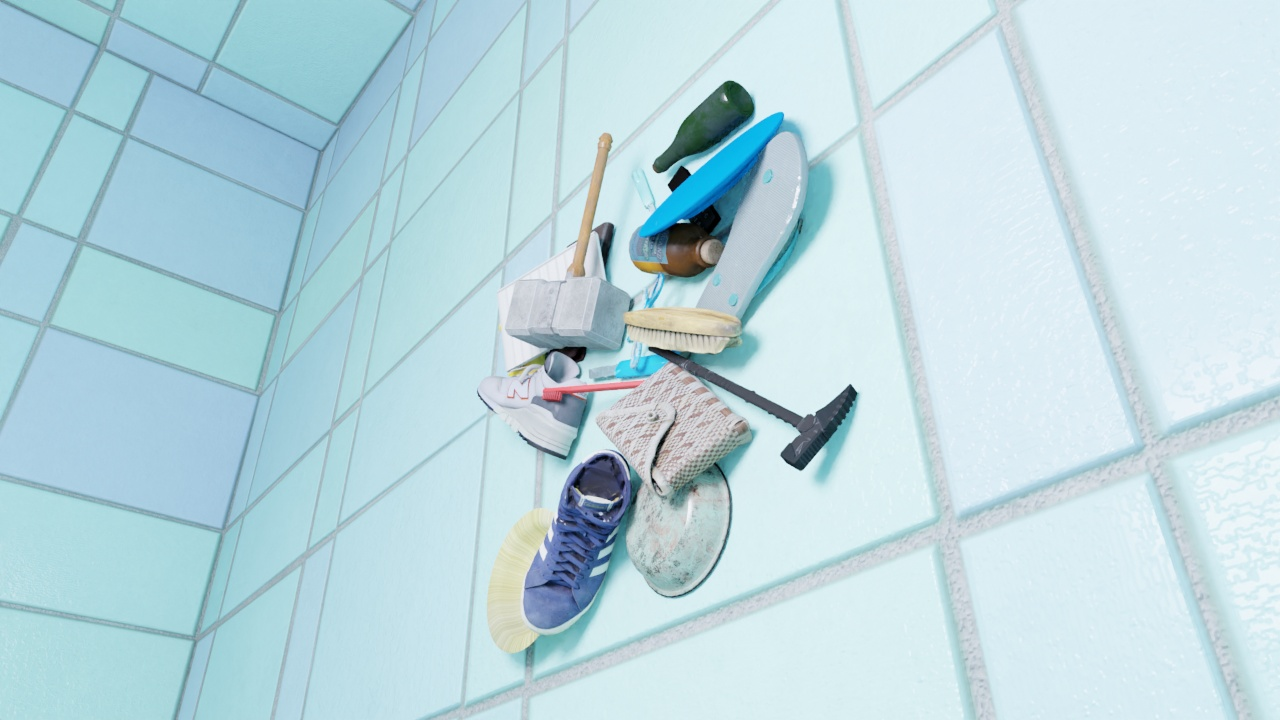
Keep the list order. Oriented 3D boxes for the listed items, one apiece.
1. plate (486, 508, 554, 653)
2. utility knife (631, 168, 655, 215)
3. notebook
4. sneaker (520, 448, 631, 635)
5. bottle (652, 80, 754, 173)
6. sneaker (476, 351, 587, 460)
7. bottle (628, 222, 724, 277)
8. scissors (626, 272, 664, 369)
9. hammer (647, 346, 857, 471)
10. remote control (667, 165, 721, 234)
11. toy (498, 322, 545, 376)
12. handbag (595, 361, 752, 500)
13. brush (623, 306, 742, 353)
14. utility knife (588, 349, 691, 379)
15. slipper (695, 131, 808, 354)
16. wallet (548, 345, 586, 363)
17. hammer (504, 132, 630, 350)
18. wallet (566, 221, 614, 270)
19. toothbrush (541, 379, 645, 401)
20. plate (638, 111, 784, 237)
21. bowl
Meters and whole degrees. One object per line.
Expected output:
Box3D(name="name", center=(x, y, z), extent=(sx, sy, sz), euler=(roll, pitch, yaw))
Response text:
Box3D(name="plate", center=(-0.135, 0.286, 1.187), extent=(0.185, 0.036, 0.184), euler=(-34, 44, 41))
Box3D(name="utility knife", center=(0.008, -0.234, 1.324), extent=(0.022, 0.015, 0.166), euler=(-51, 33, 26))
Box3D(name="notebook", center=(-0.134, -0.086, 1.375), extent=(0.210, 0.009, 0.142), euler=(-26, 61, 31))
Box3D(name="sneaker", center=(-0.067, 0.206, 1.048), extent=(0.118, 0.091, 0.232), euler=(117, 178, -77))
Box3D(name="bottle", center=(0.075, -0.304, 1.234), extent=(0.175, 0.055, 0.055), euler=(-32, 45, 45))
Box3D(name="sneaker", center=(-0.143, 0.043, 1.322), extent=(0.240, 0.088, 0.124), euler=(36, 97, 49))
Box3D(name="bottle", center=(0.051, -0.139, 1.150), extent=(0.157, 0.067, 0.068), euler=(15, 83, 58))
Box3D(name="scissors", center=(0.005, -0.056, 1.182), extent=(0.133, 0.011, 0.140), euler=(-83, 14, -45))
Box3D(name="hammer", center=(0.098, 0.021, 0.985), extent=(0.095, 0.015, 0.325), euler=(-48, 33, -8))
Box3D(name="remote control", center=(0.069, -0.212, 1.221), extent=(0.034, 0.013, 0.150), euler=(-52, 34, 22))
Box3D(name="toy", center=(-0.181, -0.031, 1.440), extent=(0.106, 0.067, 0.137), euler=(-44, 45, 34))
Box3D(name="handbag", center=(0.030, 0.070, 1.025), extent=(0.124, 0.047, 0.186), euler=(-35, 32, -8))
Box3D(name="brush", center=(0.046, -0.037, 1.062), extent=(0.196, 0.059, 0.043), euler=(10, 108, 51))
Box3D(name="utility knife", center=(-0.007, 0.007, 1.194), extent=(0.222, 0.015, 0.031), euler=(-7, 60, 51))
Box3D(name="slipper", center=(0.136, -0.122, 1.040), extent=(0.269, 0.054, 0.098), euler=(-67, 32, 22))
Box3D(name="wallet", center=(-0.102, -0.047, 1.372), extent=(0.092, 0.018, 0.115), euler=(-20, 52, 51))
Box3D(name="hammer", center=(-0.079, -0.177, 1.300), extent=(0.163, 0.082, 0.317), euler=(2, 75, 40))
Box3D(name="wallet", center=(-0.089, -0.151, 1.407), extent=(0.120, 0.031, 0.099), euler=(-19, 52, 52))
Box3D(name="toothbrush", center=(-0.047, 0.039, 1.180), extent=(0.213, 0.012, 0.017), euler=(-6, 64, 36))
Box3D(name="plate", center=(0.090, -0.218, 1.114), extent=(0.224, 0.024, 0.224), euler=(-39, 13, 11))
Box3D(name="bowl", center=(0.032, 0.176, 1.003), extent=(0.158, 0.038, 0.157), euler=(-35, 44, 41))
